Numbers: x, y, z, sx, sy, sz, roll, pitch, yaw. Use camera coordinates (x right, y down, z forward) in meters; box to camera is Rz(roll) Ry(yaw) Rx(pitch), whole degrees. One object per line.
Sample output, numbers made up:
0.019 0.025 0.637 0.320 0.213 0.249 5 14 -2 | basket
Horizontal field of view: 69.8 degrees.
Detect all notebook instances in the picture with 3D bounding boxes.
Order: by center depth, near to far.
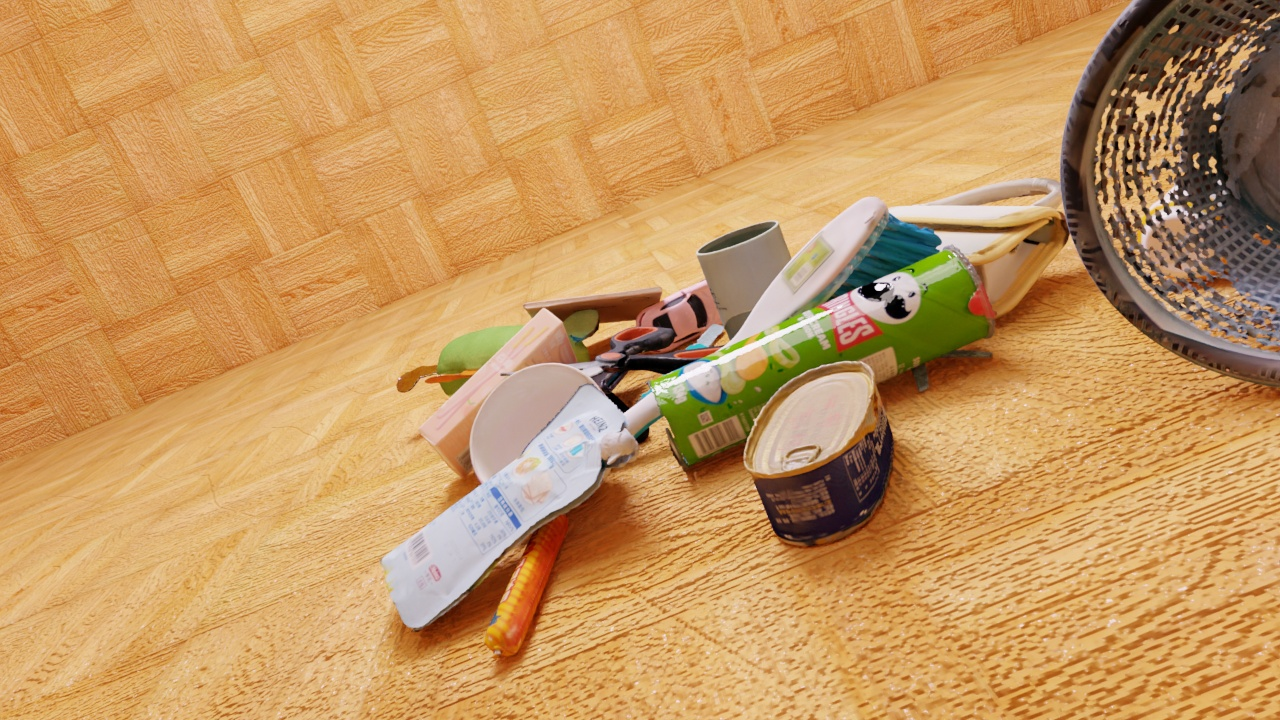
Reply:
-0.052 -0.056 1.060 0.148 0.008 0.208 -7 -5 -2 | notebook

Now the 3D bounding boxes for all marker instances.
-0.018 0.048 0.810 0.022 0.020 0.132 -5 11 -13 | marker

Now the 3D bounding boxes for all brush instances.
0.086 -0.006 0.713 0.315 0.109 0.060 -48 41 20 | brush

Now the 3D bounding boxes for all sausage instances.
-0.068 0.134 0.572 0.021 0.021 0.165 -19 15 12 | sausage

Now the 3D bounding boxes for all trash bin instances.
0.376 -0.116 0.487 0.194 0.226 0.227 -18 8 -42 | trash bin

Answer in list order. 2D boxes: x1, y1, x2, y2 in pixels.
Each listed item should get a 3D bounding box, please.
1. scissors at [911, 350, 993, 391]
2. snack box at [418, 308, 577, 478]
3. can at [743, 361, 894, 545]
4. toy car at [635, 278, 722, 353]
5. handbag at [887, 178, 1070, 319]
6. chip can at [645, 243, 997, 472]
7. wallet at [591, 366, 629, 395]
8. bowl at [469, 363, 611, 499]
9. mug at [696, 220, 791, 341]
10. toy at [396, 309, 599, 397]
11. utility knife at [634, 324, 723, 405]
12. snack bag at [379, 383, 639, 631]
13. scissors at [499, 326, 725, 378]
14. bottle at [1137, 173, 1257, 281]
0.198 -0.004 0.689 0.129 0.017 0.133 -15 20 18 | scissors
-0.125 0.031 0.835 0.157 0.026 0.084 -46 -23 -16 | snack box
0.109 0.051 0.550 0.075 0.049 0.147 -16 16 25 | can
0.052 -0.050 0.989 0.122 0.056 0.037 -27 12 -17 | toy car
0.264 -0.110 0.763 0.178 0.063 0.164 -40 30 -26 | handbag
0.124 0.000 0.647 0.236 0.072 0.072 -25 14 5 | chip can
-0.064 0.033 0.890 0.123 0.020 0.096 -26 13 27 | wallet
-0.066 0.065 0.697 0.113 0.113 0.062 -20 -28 10 | bowl
0.108 -0.071 0.876 0.082 0.106 0.111 -22 15 4 | mug
-0.154 0.004 1.036 0.247 0.090 0.226 -6 8 40 | toy
0.043 0.002 0.896 0.029 0.013 0.208 4 24 23 | utility knife
-0.085 0.094 0.612 0.191 0.039 0.110 -39 19 -7 | snack bag
-0.012 0.000 0.833 0.221 0.022 0.222 -1 15 -3 | scissors
0.396 -0.100 0.638 0.108 0.063 0.063 -32 17 -32 | bottle
